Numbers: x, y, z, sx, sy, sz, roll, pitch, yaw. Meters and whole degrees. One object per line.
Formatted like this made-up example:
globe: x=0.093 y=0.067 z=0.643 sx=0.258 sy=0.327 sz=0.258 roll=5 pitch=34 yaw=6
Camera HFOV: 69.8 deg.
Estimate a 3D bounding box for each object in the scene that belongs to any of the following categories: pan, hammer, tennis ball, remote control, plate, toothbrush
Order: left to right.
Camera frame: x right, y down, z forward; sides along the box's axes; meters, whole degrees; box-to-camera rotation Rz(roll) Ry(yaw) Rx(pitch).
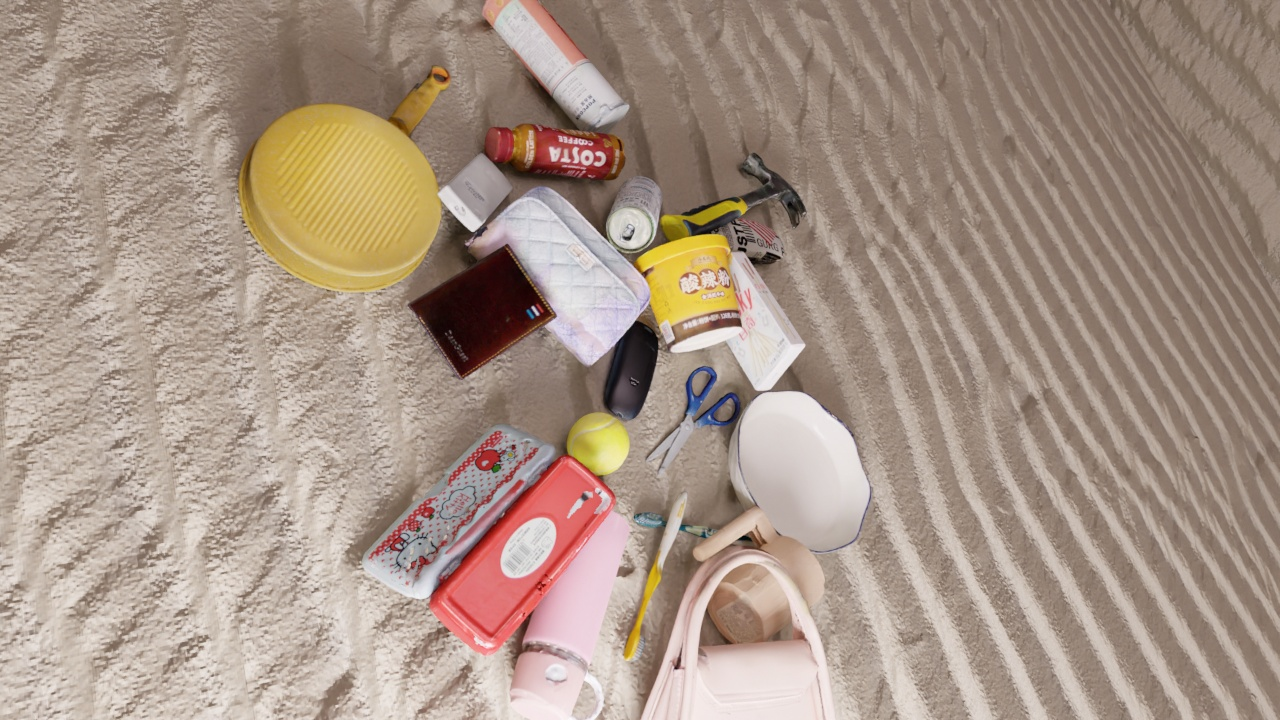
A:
pan: x=-0.280 y=-0.223 z=0.985 sx=0.197 sy=0.078 sz=0.356 roll=36 pitch=56 yaw=-18
remote control: x=-0.181 y=-0.188 z=1.016 sx=0.056 sy=0.019 sz=0.134 roll=47 pitch=24 yaw=-17
tennis ball: x=-0.044 y=0.087 z=0.959 sx=0.065 sy=0.066 sz=0.065 roll=17 pitch=56 yaw=-27
remote control: x=-0.006 y=0.006 z=1.059 sx=0.053 sy=0.024 sz=0.136 roll=30 pitch=51 yaw=-19
toothbrush: x=0.020 y=0.220 z=0.949 sx=0.018 sy=0.016 sz=0.190 roll=41 pitch=55 yaw=-29
toothbrush: x=0.078 y=0.190 z=1.018 sx=0.191 sy=0.018 sz=0.016 roll=16 pitch=57 yaw=-25
hammer: x=0.125 y=-0.202 z=1.214 sx=0.126 sy=0.032 sz=0.322 roll=44 pitch=36 yaw=10
plate: x=0.188 y=0.136 z=1.108 sx=0.204 sy=0.046 sz=0.204 roll=18 pitch=55 yaw=-28

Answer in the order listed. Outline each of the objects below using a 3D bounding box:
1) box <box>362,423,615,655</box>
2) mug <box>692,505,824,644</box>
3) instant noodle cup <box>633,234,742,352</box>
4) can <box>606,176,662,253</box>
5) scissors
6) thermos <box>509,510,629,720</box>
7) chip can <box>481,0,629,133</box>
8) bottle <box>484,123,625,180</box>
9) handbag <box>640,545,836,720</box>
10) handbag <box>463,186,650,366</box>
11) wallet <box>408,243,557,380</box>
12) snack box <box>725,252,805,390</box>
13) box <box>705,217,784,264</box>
box: x=-0.132 y=0.151 z=0.837 sx=0.161 sy=0.058 sz=0.200 roll=32 pitch=51 yaw=13
mug: x=0.123 y=0.231 z=0.984 sx=0.103 sy=0.084 sz=0.124 roll=-25 pitch=79 yaw=-39
instant noodle cup: x=0.062 y=-0.077 z=1.099 sx=0.118 sy=0.119 sz=0.114 roll=-8 pitch=77 yaw=-38
can: x=-0.006 y=-0.177 z=1.102 sx=0.058 sy=0.058 sz=0.146 roll=37 pitch=22 yaw=-12
scissors: x=0.053 y=0.065 z=1.077 sx=0.172 sy=0.012 sz=0.132 roll=-8 pitch=72 yaw=-37
thermos: x=-0.057 y=0.239 z=0.861 sx=0.087 sy=0.067 sz=0.198 roll=24 pitch=51 yaw=-10
chip can: x=-0.110 y=-0.385 z=1.178 sx=0.214 sy=0.071 sz=0.071 roll=50 pitch=48 yaw=-1
bottle: x=-0.103 y=-0.254 z=1.117 sx=0.174 sy=0.058 sz=0.057 roll=-3 pitch=67 yaw=-36
handbag: x=0.097 y=0.295 z=0.871 sx=0.193 sy=0.093 sz=0.234 roll=7 pitch=85 yaw=-31
handbag: x=-0.087 y=-0.099 z=1.029 sx=0.194 sy=0.076 sz=0.133 roll=43 pitch=49 yaw=-6
wallet: x=-0.162 y=-0.051 z=0.948 sx=0.122 sy=0.020 sz=0.096 roll=-34 pitch=86 yaw=-8
snack box: x=0.135 y=-0.049 z=1.124 sx=0.026 sy=0.085 sz=0.156 roll=-5 pitch=53 yaw=-35
box: x=0.129 y=-0.165 z=1.236 sx=0.164 sy=0.052 sz=0.068 roll=-1 pitch=45 yaw=-35
